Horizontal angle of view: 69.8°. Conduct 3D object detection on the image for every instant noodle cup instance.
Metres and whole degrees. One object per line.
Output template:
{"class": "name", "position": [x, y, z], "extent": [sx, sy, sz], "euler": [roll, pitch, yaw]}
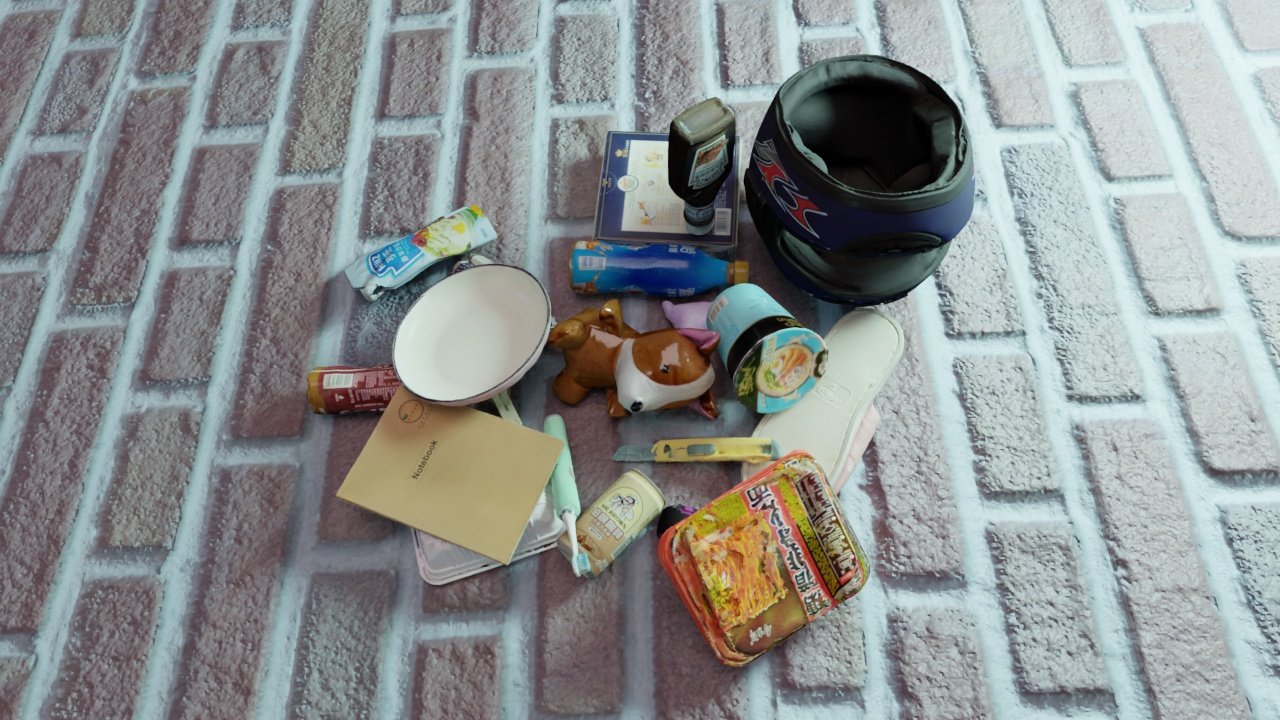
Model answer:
{"class": "instant noodle cup", "position": [0.130, -0.021, 1.010], "extent": [0.111, 0.111, 0.120], "euler": [-21, 41, -7]}
{"class": "instant noodle cup", "position": [0.118, 0.195, 0.922], "extent": [0.188, 0.079, 0.164], "euler": [-29, 100, -12]}
{"class": "instant noodle cup", "position": [-0.173, 0.155, 1.004], "extent": [0.173, 0.060, 0.138], "euler": [-18, 62, -4]}

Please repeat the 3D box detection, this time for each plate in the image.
{"class": "plate", "position": [-0.187, -0.025, 1.042], "extent": [0.193, 0.039, 0.192], "euler": [-10, 54, 13]}

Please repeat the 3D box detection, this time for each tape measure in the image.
{"class": "tape measure", "position": [0.048, 0.177, 0.976], "extent": [0.058, 0.057, 0.039], "euler": [22, 65, -10]}

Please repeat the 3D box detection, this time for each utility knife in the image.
{"class": "utility knife", "position": [0.062, 0.102, 1.020], "extent": [0.199, 0.021, 0.030], "euler": [-6, 62, 24]}

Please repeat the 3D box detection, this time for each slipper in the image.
{"class": "slipper", "position": [0.205, 0.062, 1.026], "extent": [0.114, 0.054, 0.274], "euler": [27, 77, 22]}

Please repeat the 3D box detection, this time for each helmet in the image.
{"class": "helmet", "position": [0.247, -0.179, 1.041], "extent": [0.247, 0.241, 0.314], "euler": [-6, 45, 1]}

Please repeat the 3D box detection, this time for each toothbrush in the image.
{"class": "toothbrush", "position": [-0.081, 0.140, 0.980], "extent": [0.027, 0.026, 0.224], "euler": [-27, 40, 9]}

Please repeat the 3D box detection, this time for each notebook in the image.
{"class": "notebook", "position": [-0.203, 0.118, 0.987], "extent": [0.208, 0.008, 0.147], "euler": [18, 64, 14]}

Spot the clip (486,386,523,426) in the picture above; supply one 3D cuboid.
{"class": "clip", "position": [-0.166, 0.036, 1.063], "extent": [0.034, 0.082, 0.104], "euler": [-24, 52, -9]}

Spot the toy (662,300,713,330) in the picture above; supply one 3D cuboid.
{"class": "toy", "position": [0.085, -0.044, 1.103], "extent": [0.108, 0.039, 0.083], "euler": [-7, 61, -2]}

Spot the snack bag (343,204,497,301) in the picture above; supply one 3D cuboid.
{"class": "snack bag", "position": [-0.283, -0.139, 1.172], "extent": [0.190, 0.039, 0.110], "euler": [-28, 48, -12]}

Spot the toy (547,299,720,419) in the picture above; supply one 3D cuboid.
{"class": "toy", "position": [-0.006, 0.006, 1.032], "extent": [0.200, 0.140, 0.130], "euler": [11, 45, 14]}

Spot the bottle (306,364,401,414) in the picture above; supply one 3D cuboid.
{"class": "bottle", "position": [-0.298, 0.032, 1.079], "extent": [0.175, 0.057, 0.057], "euler": [-2, 61, 3]}

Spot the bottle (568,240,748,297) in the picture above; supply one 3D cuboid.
{"class": "bottle", "position": [0.023, -0.112, 1.130], "extent": [0.219, 0.065, 0.065], "euler": [2, 62, 5]}

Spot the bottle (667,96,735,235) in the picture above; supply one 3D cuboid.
{"class": "bottle", "position": [0.069, -0.213, 1.056], "extent": [0.079, 0.195, 0.044], "euler": [-32, 66, -13]}

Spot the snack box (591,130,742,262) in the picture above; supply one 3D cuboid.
{"class": "snack box", "position": [0.037, -0.214, 1.194], "extent": [0.182, 0.046, 0.177], "euler": [3, 63, 5]}

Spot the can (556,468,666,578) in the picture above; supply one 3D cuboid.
{"class": "can", "position": [-0.031, 0.174, 0.982], "extent": [0.058, 0.059, 0.116], "euler": [39, 71, 22]}

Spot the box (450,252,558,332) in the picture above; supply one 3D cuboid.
{"class": "box", "position": [-0.174, -0.062, 1.125], "extent": [0.087, 0.076, 0.163], "euler": [-46, 70, 2]}
